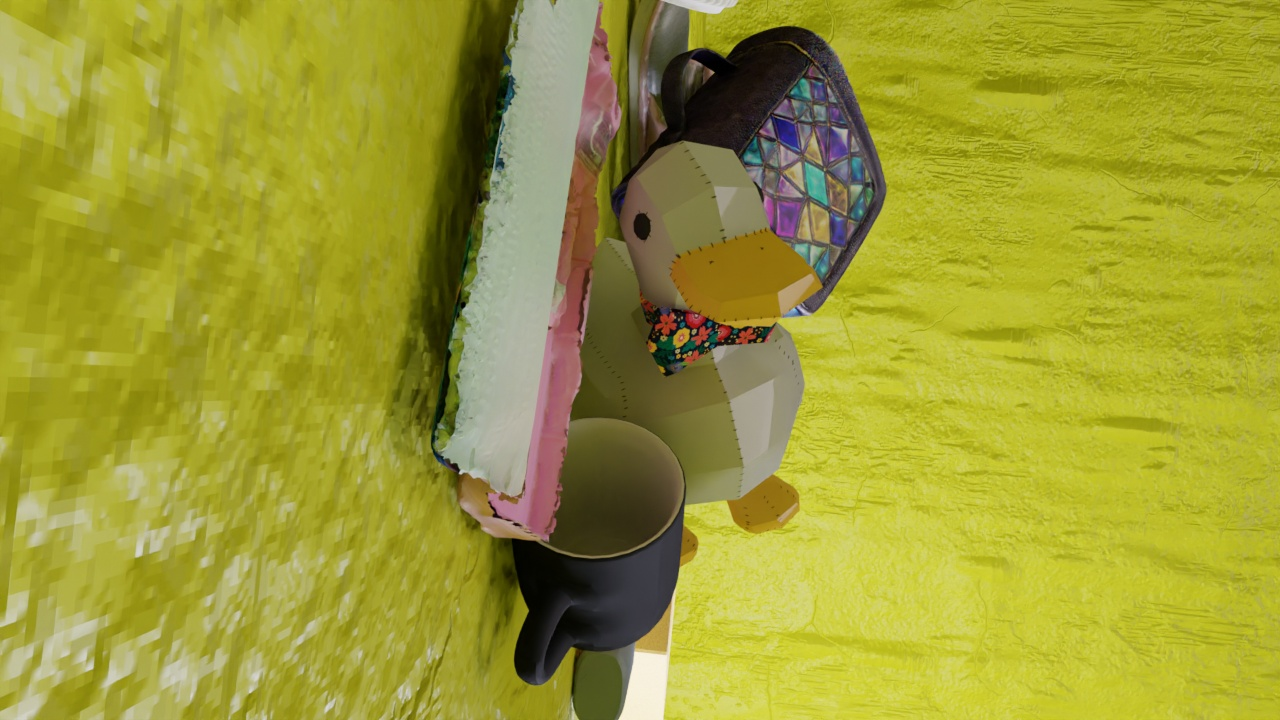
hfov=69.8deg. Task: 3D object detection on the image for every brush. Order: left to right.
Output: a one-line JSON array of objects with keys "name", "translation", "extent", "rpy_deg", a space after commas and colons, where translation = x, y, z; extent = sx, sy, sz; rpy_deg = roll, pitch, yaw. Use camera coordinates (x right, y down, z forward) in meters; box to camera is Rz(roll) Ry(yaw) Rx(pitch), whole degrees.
[{"name": "brush", "translation": [0.001, 0.315, 1.120], "extent": [0.251, 0.075, 0.194], "rpy_deg": [91, 6, -46]}]

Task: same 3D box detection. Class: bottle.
[{"name": "bottle", "translation": [-0.029, 0.275, 0.862], "extent": [0.161, 0.046, 0.072], "rpy_deg": [-44, 139, -84]}]

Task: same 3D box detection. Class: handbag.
[{"name": "handbag", "translation": [0.090, -0.162, 0.782], "extent": [0.222, 0.126, 0.204], "rpy_deg": [52, 59, -28]}]

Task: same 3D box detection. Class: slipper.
[{"name": "slipper", "translation": [0.034, -0.229, 0.861], "extent": [0.114, 0.054, 0.275], "rpy_deg": [-60, 161, -25]}]

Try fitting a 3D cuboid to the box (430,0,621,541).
[{"name": "box", "translation": [-0.041, -0.052, 0.365], "extent": [0.159, 0.035, 0.230], "rpy_deg": [83, 13, -71]}]

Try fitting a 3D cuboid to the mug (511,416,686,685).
[{"name": "mug", "translation": [-0.028, 0.103, 0.451], "extent": [0.095, 0.085, 0.121], "rpy_deg": [91, 22, -45]}]

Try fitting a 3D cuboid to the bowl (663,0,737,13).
[{"name": "bowl", "translation": [0.023, -0.253, 0.552], "extent": [0.115, 0.115, 0.063], "rpy_deg": [-77, -174, -62]}]

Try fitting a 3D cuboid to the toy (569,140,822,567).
[{"name": "toy", "translation": [0.022, -0.006, 0.525], "extent": [0.246, 0.140, 0.268], "rpy_deg": [-129, -155, -53]}]
